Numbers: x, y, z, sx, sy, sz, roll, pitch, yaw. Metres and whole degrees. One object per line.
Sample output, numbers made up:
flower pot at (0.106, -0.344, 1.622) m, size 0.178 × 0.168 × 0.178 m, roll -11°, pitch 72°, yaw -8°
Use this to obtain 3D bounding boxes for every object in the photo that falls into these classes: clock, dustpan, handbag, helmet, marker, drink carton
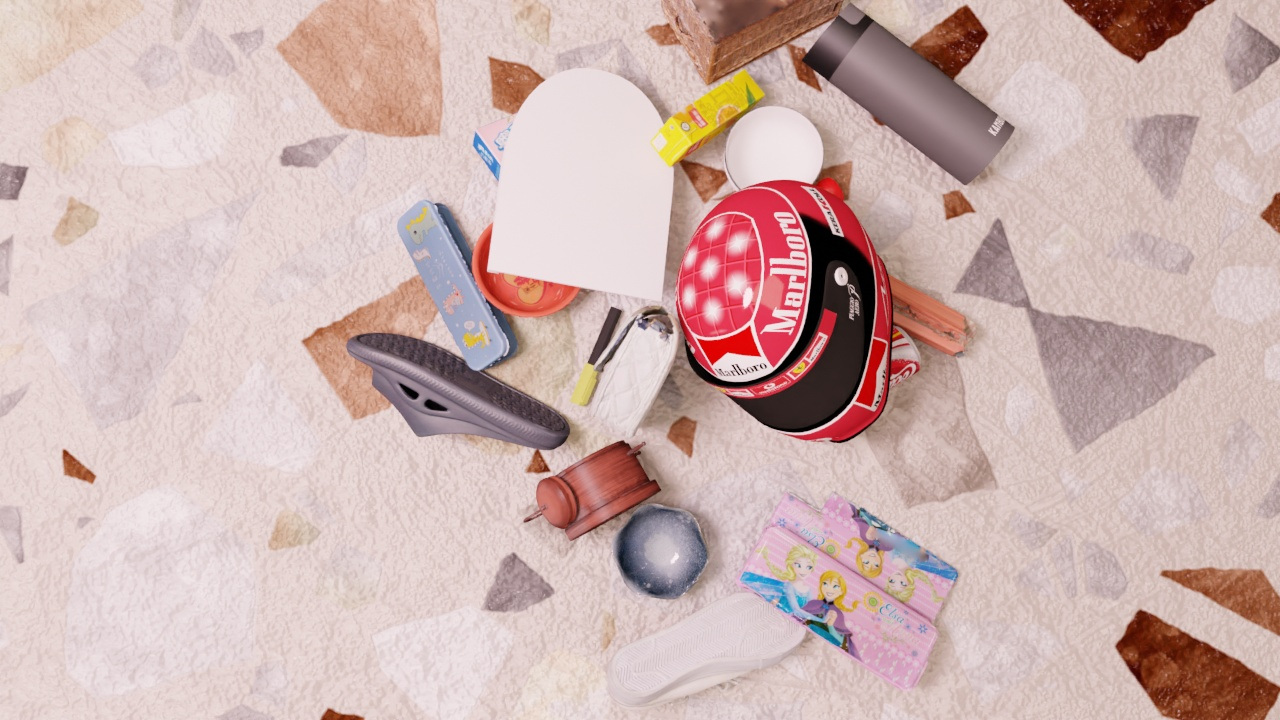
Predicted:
clock at (-0.058, 0.151, 1.033) m, size 0.157 × 0.121 × 0.072 m, roll -27°, pitch 81°, yaw -9°
dustpan at (-0.063, -0.200, 1.040) m, size 0.191 × 0.053 × 0.257 m, roll 9°, pitch 77°, yaw -14°
handbag at (-0.006, 0.006, 0.998) m, size 0.072 × 0.195 × 0.139 m, roll 27°, pitch 90°, yaw 1°
helmet at (0.145, -0.056, 0.964) m, size 0.198 × 0.224 × 0.270 m, roll -11°, pitch 73°, yaw 44°
marker at (-0.051, -0.005, 1.085) m, size 0.021 × 0.017 × 0.124 m, roll 20°, pitch 86°, yaw 45°
drink carton at (0.075, -0.277, 1.043) m, size 0.134 × 0.059 × 0.043 m, roll -40°, pitch 93°, yaw -30°

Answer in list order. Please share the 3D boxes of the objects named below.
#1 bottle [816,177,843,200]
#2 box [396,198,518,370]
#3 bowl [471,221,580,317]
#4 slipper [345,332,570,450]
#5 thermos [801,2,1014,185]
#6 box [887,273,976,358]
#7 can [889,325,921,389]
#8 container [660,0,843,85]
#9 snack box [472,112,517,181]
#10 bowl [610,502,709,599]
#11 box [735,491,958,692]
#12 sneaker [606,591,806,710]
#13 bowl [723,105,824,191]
bottle at (0.181, -0.169, 1.079) m, size 0.119 × 0.036 × 0.036 m, roll -35°, pitch 88°, yaw 0°
box at (-0.217, -0.088, 1.062) m, size 0.068 × 0.059 × 0.210 m, roll -28°, pitch 83°, yaw 1°
bowl at (-0.129, -0.107, 1.068) m, size 0.130 × 0.045 × 0.130 m, roll 2°, pitch 76°, yaw -8°
slipper at (-0.214, 0.050, 1.052) m, size 0.268 × 0.110 × 0.083 m, roll 26°, pitch 104°, yaw -4°
thermos at (0.307, -0.308, 1.059) m, size 0.240 × 0.082 × 0.082 m, roll 38°, pitch 89°, yaw 1°
box at (0.298, -0.054, 1.072) m, size 0.188 × 0.056 × 0.064 m, roll 29°, pitch 125°, yaw 3°
can at (0.265, 0.010, 1.060) m, size 0.105 × 0.064 × 0.064 m, roll -32°, pitch 88°, yaw -1°
container at (0.132, -0.422, 1.049) m, size 0.198 × 0.113 × 0.114 m, roll -28°, pitch 88°, yaw -2°
snack box at (-0.116, -0.215, 1.058) m, size 0.087 × 0.033 × 0.154 m, roll -30°, pitch 80°, yaw -28°
bowl at (0.023, 0.217, 1.061) m, size 0.110 × 0.055 × 0.110 m, roll 0°, pitch 88°, yaw 1°
box at (0.244, 0.249, 1.052) m, size 0.230 × 0.035 × 0.159 m, roll 33°, pitch 74°, yaw 2°
sneaker at (0.073, 0.336, 1.053) m, size 0.242 × 0.091 × 0.089 m, roll -14°, pitch 58°, yaw -18°
bowl at (0.152, -0.233, 1.068) m, size 0.113 × 0.063 × 0.113 m, roll 0°, pitch 89°, yaw 1°
